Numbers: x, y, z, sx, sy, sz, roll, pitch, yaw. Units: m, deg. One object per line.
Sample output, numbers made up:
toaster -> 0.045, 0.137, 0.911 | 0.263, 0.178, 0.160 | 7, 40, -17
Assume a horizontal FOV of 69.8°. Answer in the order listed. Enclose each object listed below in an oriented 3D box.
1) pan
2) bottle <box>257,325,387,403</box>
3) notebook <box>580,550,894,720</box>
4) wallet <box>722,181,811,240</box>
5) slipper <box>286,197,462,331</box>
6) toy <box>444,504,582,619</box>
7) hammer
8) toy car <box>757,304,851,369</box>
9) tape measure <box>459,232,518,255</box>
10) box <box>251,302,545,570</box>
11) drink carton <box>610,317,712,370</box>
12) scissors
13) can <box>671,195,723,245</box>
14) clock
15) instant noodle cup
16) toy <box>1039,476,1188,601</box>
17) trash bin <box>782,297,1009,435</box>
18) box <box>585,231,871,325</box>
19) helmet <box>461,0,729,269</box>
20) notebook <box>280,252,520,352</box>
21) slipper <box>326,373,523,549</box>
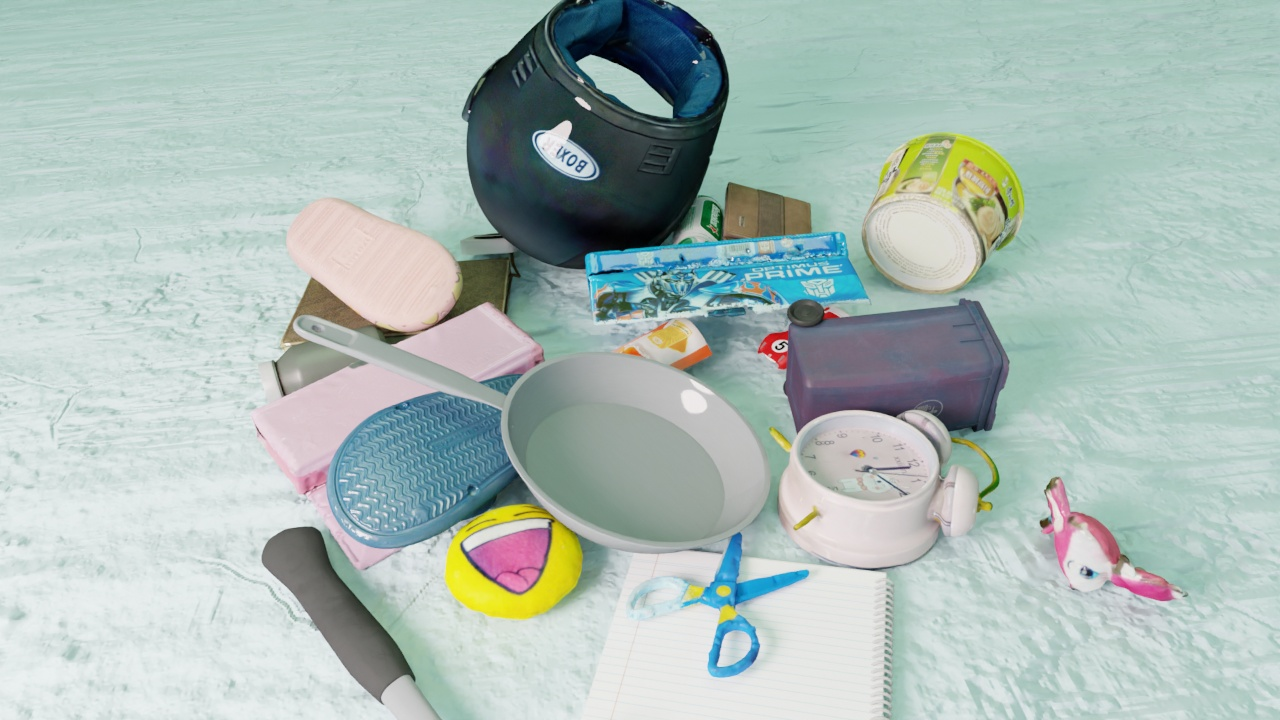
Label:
pan -> -0.078, 0.042, 0.666 | 0.356, 0.051, 0.200 | 17, 35, -3
bottle -> -0.277, 0.009, 0.814 | 0.108, 0.060, 0.060 | -17, 37, -18
notebook -> 0.056, 0.209, 0.541 | 0.178, 0.013, 0.244 | 4, 36, 14
wallet -> 0.139, -0.151, 1.005 | 0.098, 0.027, 0.120 | 16, 39, -4
slipper -> -0.246, -0.082, 0.864 | 0.197, 0.081, 0.093 | 27, 77, 21
toy -> -0.087, 0.138, 0.630 | 0.095, 0.041, 0.094 | -12, 40, -16
hammer -> -0.165, 0.193, 0.569 | 0.124, 0.030, 0.311 | -32, 42, -28
toy car -> 0.153, -0.021, 0.842 | 0.089, 0.025, 0.038 | -22, 39, -24
tape measure -> -0.163, -0.130, 1.018 | 0.065, 0.017, 0.064 | -1, 15, 10
box -> -0.170, 0.047, 0.746 | 0.232, 0.039, 0.179 | -30, 54, -31
drink carton -> -0.005, 0.005, 0.821 | 0.122, 0.039, 0.069 | -28, 42, -21
scissors -> 0.047, 0.155, 0.601 | 0.127, 0.015, 0.125 | 6, 33, 14
can -> 0.062, -0.138, 0.992 | 0.053, 0.053, 0.101 | 1, 35, 8
clock -> 0.177, 0.086, 0.660 | 0.158, 0.059, 0.116 | -5, 36, -3
instant noodle cup -> 0.289, -0.139, 0.901 | 0.146, 0.146, 0.097 | 19, 52, 29
toy -> 0.297, 0.129, 0.597 | 0.050, 0.065, 0.102 | -46, 48, -1
trash bin -> 0.202, 0.008, 0.740 | 0.161, 0.094, 0.092 | -6, 45, 0
box -> 0.072, -0.080, 0.848 | 0.243, 0.071, 0.170 | -5, 8, -1
helmet -> -0.051, -0.232, 0.974 | 0.249, 0.237, 0.315 | 31, 40, -4
notebook -> -0.236, -0.064, 0.935 | 0.215, 0.034, 0.189 | -4, 34, 0
slipper -> -0.139, 0.070, 0.684 | 0.104, 0.059, 0.213 | 46, 42, 14
